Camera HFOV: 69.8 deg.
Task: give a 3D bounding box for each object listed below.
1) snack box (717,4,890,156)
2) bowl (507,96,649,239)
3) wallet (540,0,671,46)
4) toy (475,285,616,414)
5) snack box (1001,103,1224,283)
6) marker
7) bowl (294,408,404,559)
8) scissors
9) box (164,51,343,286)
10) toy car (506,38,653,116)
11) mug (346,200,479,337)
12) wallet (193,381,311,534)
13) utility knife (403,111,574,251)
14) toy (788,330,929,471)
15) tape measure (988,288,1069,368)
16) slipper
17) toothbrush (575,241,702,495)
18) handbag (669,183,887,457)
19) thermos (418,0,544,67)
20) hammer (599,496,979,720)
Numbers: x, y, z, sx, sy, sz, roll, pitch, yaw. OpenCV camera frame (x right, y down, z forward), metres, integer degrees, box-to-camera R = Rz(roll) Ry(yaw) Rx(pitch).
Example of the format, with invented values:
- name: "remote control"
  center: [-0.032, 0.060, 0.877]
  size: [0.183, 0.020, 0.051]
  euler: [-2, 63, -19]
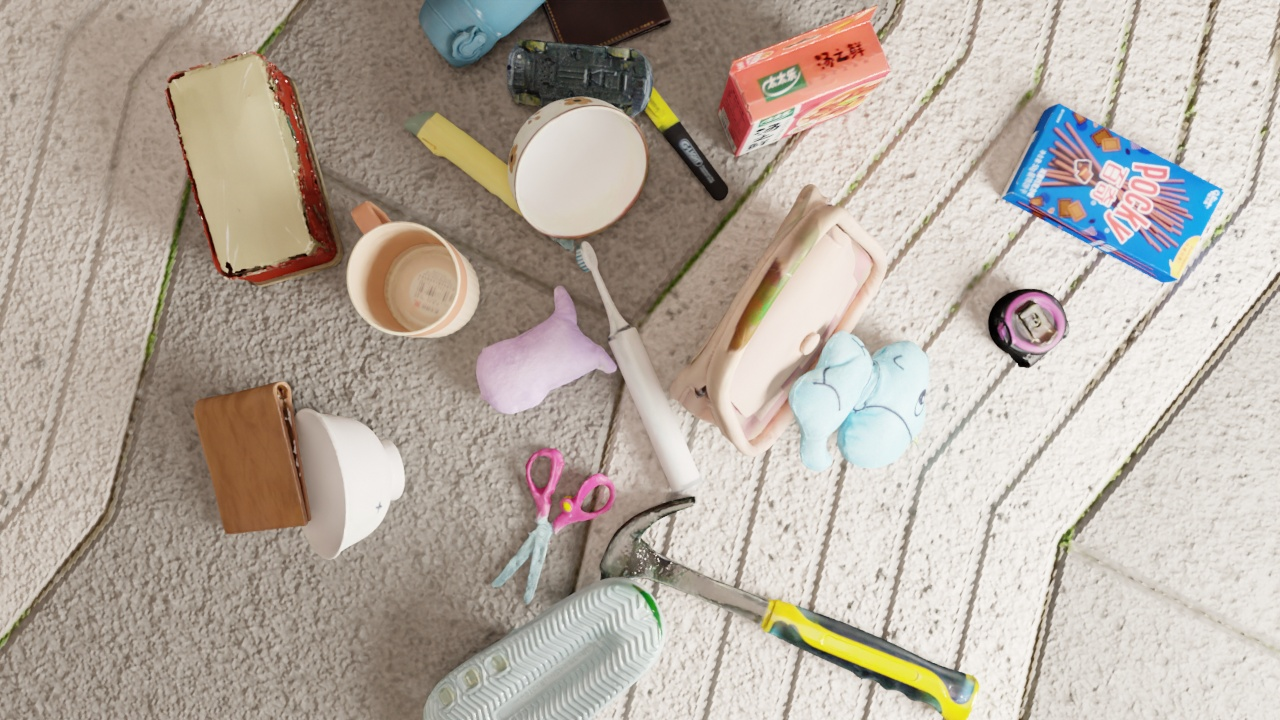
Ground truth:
- name: "snack box"
  center: [0.124, -0.210, 0.707]
  size: [0.113, 0.127, 0.044]
  euler: [-21, 89, 0]
- name: "bowl"
  center: [-0.056, -0.159, 0.729]
  size: [0.113, 0.113, 0.062]
  euler: [-37, 46, -1]
- name: "wallet"
  center: [-0.041, -0.320, 0.762]
  size: [0.096, 0.020, 0.122]
  euler: [-22, 91, 5]
- name: "toy"
  center: [-0.086, -0.001, 0.748]
  size: [0.108, 0.039, 0.084]
  euler: [-31, 90, 2]
- name: "snack box"
  center: [0.389, -0.137, 0.757]
  size: [0.157, 0.026, 0.084]
  euler: [28, 89, 0]
- name: "marker"
  center: [0.033, -0.184, 0.762]
  size: [0.018, 0.015, 0.124]
  euler: [-37, 89, 6]
- name: "bowl"
  center: [-0.228, 0.092, 0.727]
  size: [0.064, 0.119, 0.118]
  euler: [-9, 89, -39]
- name: "scissors"
  center: [-0.087, 0.134, 0.760]
  size: [0.096, 0.017, 0.137]
  euler: [43, 93, -1]
- name: "box"
  center: [-0.306, -0.151, 0.729]
  size: [0.091, 0.079, 0.168]
  euler: [-16, 90, 0]
- name: "toy car"
  center: [-0.050, -0.230, 0.749]
  size: [0.121, 0.036, 0.054]
  euler: [9, 108, 10]
- name: "mug"
  center: [-0.181, -0.071, 0.715]
  size: [0.081, 0.106, 0.114]
  euler: [-36, 89, -1]
- name: "wallet"
  center: [-0.310, 0.080, 0.734]
  size: [0.101, 0.020, 0.115]
  euler: [-10, 92, 30]
- name: "utility knife"
  center: [-0.120, -0.150, 0.761]
  size: [0.173, 0.019, 0.031]
  euler: [38, 93, 1]
- name: "toy"
  center: [0.179, 0.035, 0.717]
  size: [0.161, 0.050, 0.156]
  euler: [-52, 128, -22]
- name: "tape measure"
  center: [0.317, -0.030, 0.749]
  size: [0.057, 0.039, 0.058]
  euler: [-39, 90, -1]
- name: "slipper"
  center: [-0.076, 0.254, 0.726]
  size: [0.246, 0.074, 0.104]
  euler: [-42, 81, 16]
- name: "toothbrush"
  center: [-0.005, 0.004, 0.754]
  size: [0.026, 0.026, 0.221]
  euler: [-23, 90, -43]
- name: "handbag"
  center: [0.095, -0.037, 0.651]
  size: [0.093, 0.234, 0.193]
  euler: [34, 88, 14]
- name: "thermos"
  center: [-0.080, -0.322, 0.724]
  size: [0.221, 0.070, 0.070]
  euler: [-39, 90, 10]
- name: "hammer"
  center: [0.123, 0.213, 0.750]
  size: [0.323, 0.032, 0.126]
  euler: [22, 90, 0]
